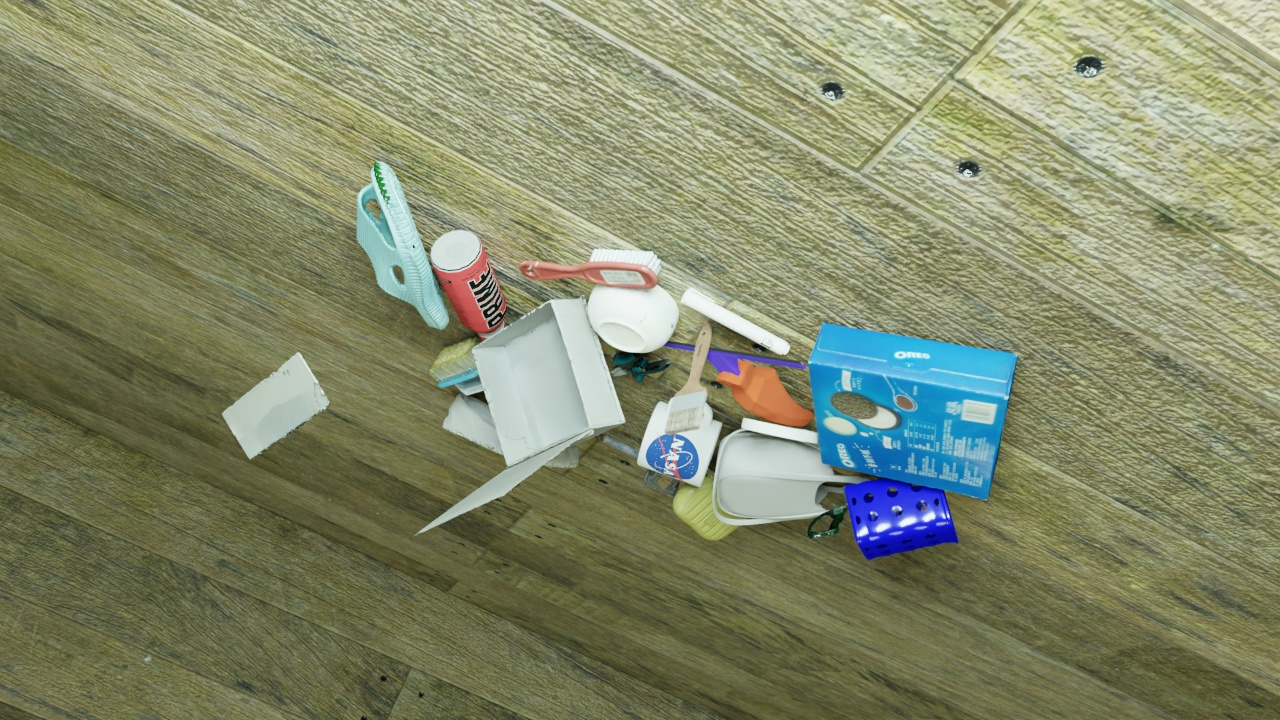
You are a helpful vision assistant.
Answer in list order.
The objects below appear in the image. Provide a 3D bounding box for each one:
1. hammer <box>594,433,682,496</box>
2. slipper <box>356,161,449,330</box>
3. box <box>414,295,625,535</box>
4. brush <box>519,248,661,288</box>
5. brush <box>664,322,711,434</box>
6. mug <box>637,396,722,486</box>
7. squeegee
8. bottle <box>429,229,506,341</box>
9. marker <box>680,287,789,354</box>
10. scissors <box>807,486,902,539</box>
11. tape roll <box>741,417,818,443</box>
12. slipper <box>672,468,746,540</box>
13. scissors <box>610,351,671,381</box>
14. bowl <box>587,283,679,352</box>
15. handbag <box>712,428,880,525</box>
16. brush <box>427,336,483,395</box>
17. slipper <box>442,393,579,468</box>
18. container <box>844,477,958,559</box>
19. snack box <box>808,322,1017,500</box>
[{"bbox_3d":[-0.077,0.106,1.382,0.322,0.044,0.099,26,152,0],"label":"hammer"},{"bbox_3d":[-0.280,-0.115,1.066,0.277,0.069,0.116,90,155,-64],"label":"slipper"},{"bbox_3d":[-0.137,0.163,1.002,0.148,0.504,0.167,35,136,-30],"label":"box"},{"bbox_3d":[-0.056,-0.103,1.000,0.173,0.030,0.041,5,148,28],"label":"brush"},{"bbox_3d":[0.059,0.017,1.005,0.045,0.142,0.008,-16,136,38],"label":"brush"},{"bbox_3d":[0.057,0.099,1.228,0.090,0.090,0.121,19,117,7],"label":"mug"},{"bbox_3d":[0.140,0.036,1.071,0.184,0.055,0.250,29,168,-37],"label":"squeegee"},{"bbox_3d":[-0.200,-0.080,1.115,0.062,0.062,0.177,14,151,16],"label":"bottle"},{"bbox_3d":[0.106,-0.042,1.004,0.133,0.017,0.020,27,116,-9],"label":"marker"},{"bbox_3d":[0.311,0.201,1.237,0.154,0.015,0.210,1,151,-6],"label":"scissors"},{"bbox_3d":[0.167,0.084,1.099,0.093,0.013,0.093,11,178,0],"label":"tape roll"},{"bbox_3d":[0.096,0.209,1.373,0.081,0.091,0.190,45,-174,36],"label":"slipper"},{"bbox_3d":[-0.001,0.009,1.161,0.139,0.019,0.129,20,154,28],"label":"scissors"},{"bbox_3d":[-0.012,-0.047,1.044,0.105,0.054,0.105,17,152,9],"label":"bowl"},{"bbox_3d":[0.212,0.162,1.222,0.223,0.095,0.216,4,150,9],"label":"handbag"},{"bbox_3d":[-0.239,0.010,1.308,0.075,0.055,0.136,42,147,-24],"label":"brush"},{"bbox_3d":[-0.197,0.111,1.416,0.247,0.075,0.112,19,-163,30],"label":"slipper"},{"bbox_3d":[0.321,0.190,1.134,0.114,0.084,0.085,-16,145,17],"label":"container"},{"bbox_3d":[0.293,0.061,1.004,0.196,0.056,0.239,11,151,22],"label":"snack box"}]
